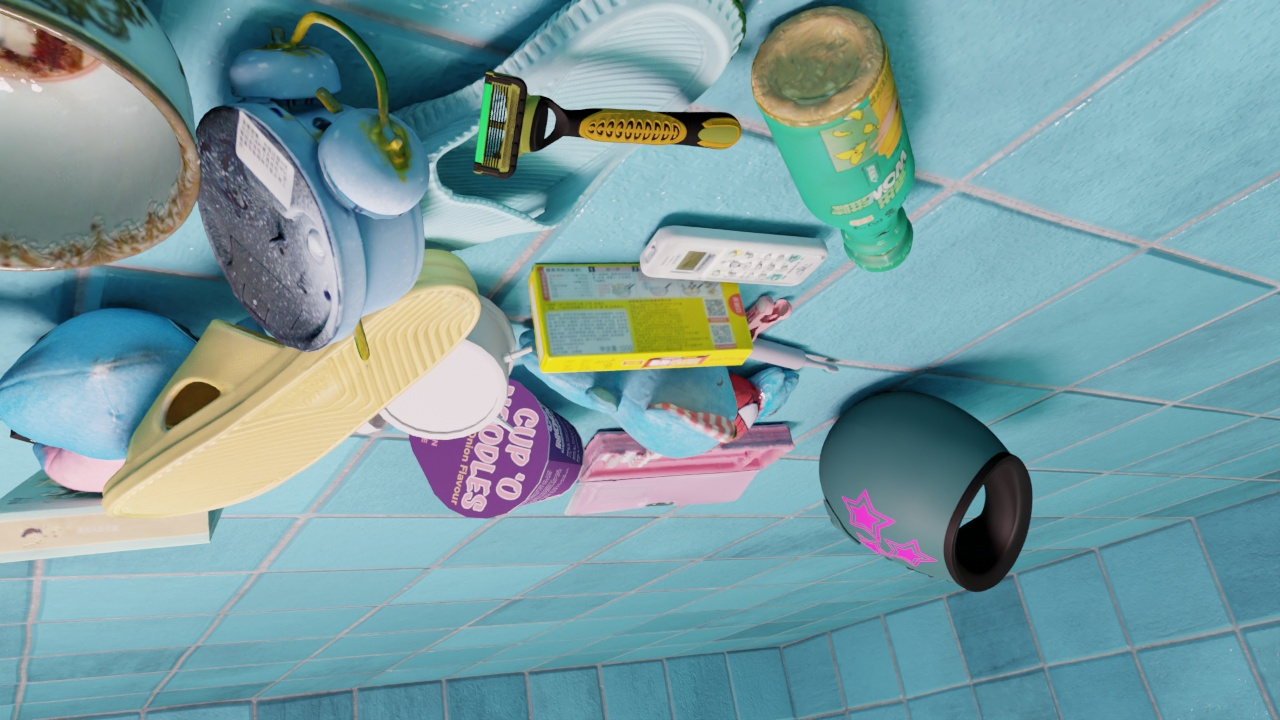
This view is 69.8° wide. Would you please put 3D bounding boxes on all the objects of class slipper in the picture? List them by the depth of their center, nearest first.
[{"bbox_3d":[-0.066,-0.104,0.478,0.277,0.069,0.116,-25,155,28],"label":"slipper"},{"bbox_3d":[-0.214,0.008,0.559,0.264,0.078,0.099,-34,154,11],"label":"slipper"}]

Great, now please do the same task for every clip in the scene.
[{"bbox_3d":[0.094,-0.035,0.749,0.060,0.023,0.045,-22,149,22],"label":"clip"}]

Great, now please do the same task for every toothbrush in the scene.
[{"bbox_3d":[0.121,-0.006,0.825,0.187,0.018,0.019,12,150,-41],"label":"toothbrush"}]

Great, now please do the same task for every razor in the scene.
[{"bbox_3d":[-0.009,-0.109,0.429,0.143,0.021,0.044,-7,124,-33],"label":"razor"}]

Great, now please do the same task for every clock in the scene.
[{"bbox_3d":[-0.151,-0.078,0.424,0.059,0.118,0.162,-30,158,-44],"label":"clock"},{"bbox_3d":[-0.161,0.000,0.648,0.159,0.061,0.120,8,126,-13],"label":"clock"}]

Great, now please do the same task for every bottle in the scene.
[{"bbox_3d":[0.123,-0.111,0.532,0.068,0.068,0.209,-18,155,17],"label":"bottle"}]

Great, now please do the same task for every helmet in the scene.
[{"bbox_3d":[0.298,0.140,1.003,0.176,0.200,0.275,-53,138,-9],"label":"helmet"}]

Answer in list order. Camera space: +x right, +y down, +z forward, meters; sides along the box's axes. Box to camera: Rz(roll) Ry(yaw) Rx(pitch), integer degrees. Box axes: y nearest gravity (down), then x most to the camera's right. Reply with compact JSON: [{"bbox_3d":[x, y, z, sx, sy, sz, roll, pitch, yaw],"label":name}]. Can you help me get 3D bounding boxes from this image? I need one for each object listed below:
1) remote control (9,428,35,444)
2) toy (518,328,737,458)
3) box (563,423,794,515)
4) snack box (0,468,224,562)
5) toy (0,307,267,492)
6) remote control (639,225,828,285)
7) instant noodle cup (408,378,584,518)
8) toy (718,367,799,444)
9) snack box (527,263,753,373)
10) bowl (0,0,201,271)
[{"bbox_3d":[-0.425,0.045,0.726,0.134,0.013,0.058,-18,155,17],"label":"remote control"},{"bbox_3d":[-0.004,0.004,0.716,0.180,0.183,0.115,23,102,-17],"label":"toy"},{"bbox_3d":[0.038,0.124,1.054,0.232,0.040,0.180,0,150,-22],"label":"box"},{"bbox_3d":[-0.410,0.110,0.732,0.141,0.044,0.194,-2,-173,-19],"label":"snack box"},{"bbox_3d":[-0.359,0.032,0.615,0.223,0.099,0.192,-9,159,-26],"label":"toy"},{"bbox_3d":[0.066,-0.075,0.645,0.133,0.022,0.050,2,154,-25],"label":"remote control"},{"bbox_3d":[-0.118,0.081,0.831,0.137,0.122,0.121,10,174,22],"label":"instant noodle cup"},{"bbox_3d":[0.092,0.043,0.877,0.132,0.062,0.092,-14,166,-20],"label":"toy"},{"bbox_3d":[0.000,-0.032,0.651,0.152,0.075,0.025,-2,153,-17],"label":"snack box"},{"bbox_3d":[-0.250,-0.114,0.346,0.160,0.093,0.160,-8,156,-4],"label":"bowl"}]
